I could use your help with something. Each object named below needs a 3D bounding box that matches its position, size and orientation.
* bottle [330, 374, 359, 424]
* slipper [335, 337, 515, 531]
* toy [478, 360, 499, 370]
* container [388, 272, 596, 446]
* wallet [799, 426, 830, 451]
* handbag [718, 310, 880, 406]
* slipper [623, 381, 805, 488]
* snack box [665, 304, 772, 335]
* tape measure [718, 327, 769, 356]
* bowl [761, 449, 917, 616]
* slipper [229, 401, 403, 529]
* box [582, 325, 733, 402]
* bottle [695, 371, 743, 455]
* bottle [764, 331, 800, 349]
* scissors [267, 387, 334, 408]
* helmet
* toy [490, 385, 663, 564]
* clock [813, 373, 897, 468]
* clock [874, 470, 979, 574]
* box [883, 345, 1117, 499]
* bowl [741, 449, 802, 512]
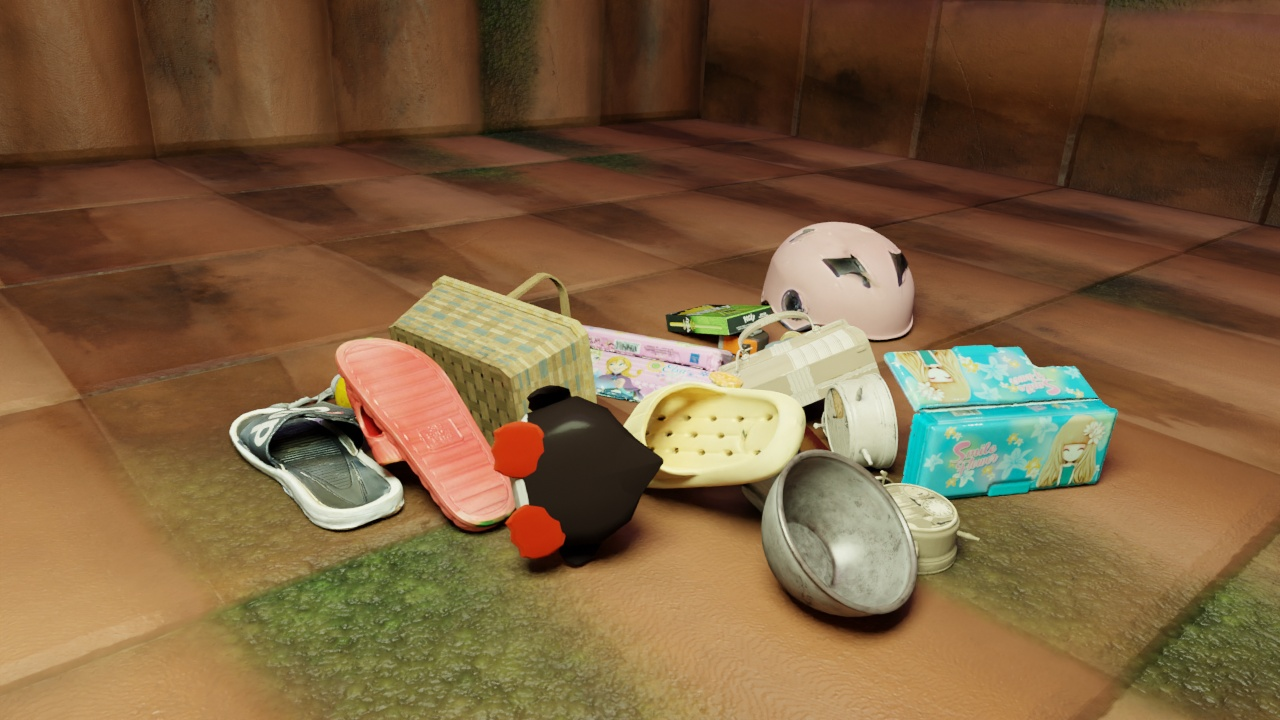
[{"bbox_3d":[-0.280,0.048,1.025,0.164,0.071,0.070,16,26,29],"label":"bottle"},{"bbox_3d":[-0.216,0.076,0.907,0.103,0.059,0.248,-22,63,-46],"label":"slipper"},{"bbox_3d":[-0.179,-0.005,1.212,0.094,0.036,0.093,26,26,31],"label":"toy"},{"bbox_3d":[-0.147,-0.007,1.071,0.250,0.158,0.185,20,39,35],"label":"container"},{"bbox_3d":[0.147,0.103,1.011,0.115,0.018,0.091,-5,24,-14],"label":"wallet"},{"bbox_3d":[0.176,-0.011,1.128,0.176,0.062,0.197,-22,25,7],"label":"handbag"},{"bbox_3d":[0.043,0.061,0.876,0.079,0.111,0.262,37,-24,-30],"label":"slipper"},{"bbox_3d":[0.112,-0.061,1.335,0.080,0.025,0.148,-15,12,-31],"label":"snack box"},{"bbox_3d":[0.153,-0.029,1.305,0.059,0.038,0.058,23,29,40],"label":"tape measure"},{"bbox_3d":[0.155,0.154,0.774,0.145,0.067,0.144,20,47,-23],"label":"bowl"},{"bbox_3d":[-0.332,0.087,0.935,0.111,0.063,0.264,-15,31,-38],"label":"slipper"},{"bbox_3d":[-0.007,-0.004,1.200,0.231,0.063,0.160,11,24,19],"label":"box"},{"bbox_3d":[0.077,0.067,0.961,0.063,0.109,0.063,11,16,-3],"label":"bottle"},{"bbox_3d":[0.197,0.003,1.221,0.072,0.046,0.161,7,22,11],"label":"bottle"},{"bbox_3d":[-0.389,0.042,1.099,0.118,0.014,0.161,3,25,-1],"label":"scissors"},{"bbox_3d":[0.323,-0.132,1.449,0.229,0.153,0.255,-3,29,-22],"label":"helmet"},{"bbox_3d":[-0.056,0.093,0.859,0.140,0.159,0.184,-12,6,-3],"label":"toy"},{"bbox_3d":[0.231,0.070,1.017,0.061,0.103,0.157,-6,-2,-5],"label":"clock"},{"bbox_3d":[0.244,0.144,0.872,0.092,0.055,0.141,-7,27,-23],"label":"clock"},{"bbox_3d":[0.382,0.058,0.967,0.227,0.170,0.085,-3,-10,-14],"label":"box"},{"bbox_3d":[0.135,0.122,0.883,0.057,0.137,0.137,-45,36,-7],"label":"bowl"}]
